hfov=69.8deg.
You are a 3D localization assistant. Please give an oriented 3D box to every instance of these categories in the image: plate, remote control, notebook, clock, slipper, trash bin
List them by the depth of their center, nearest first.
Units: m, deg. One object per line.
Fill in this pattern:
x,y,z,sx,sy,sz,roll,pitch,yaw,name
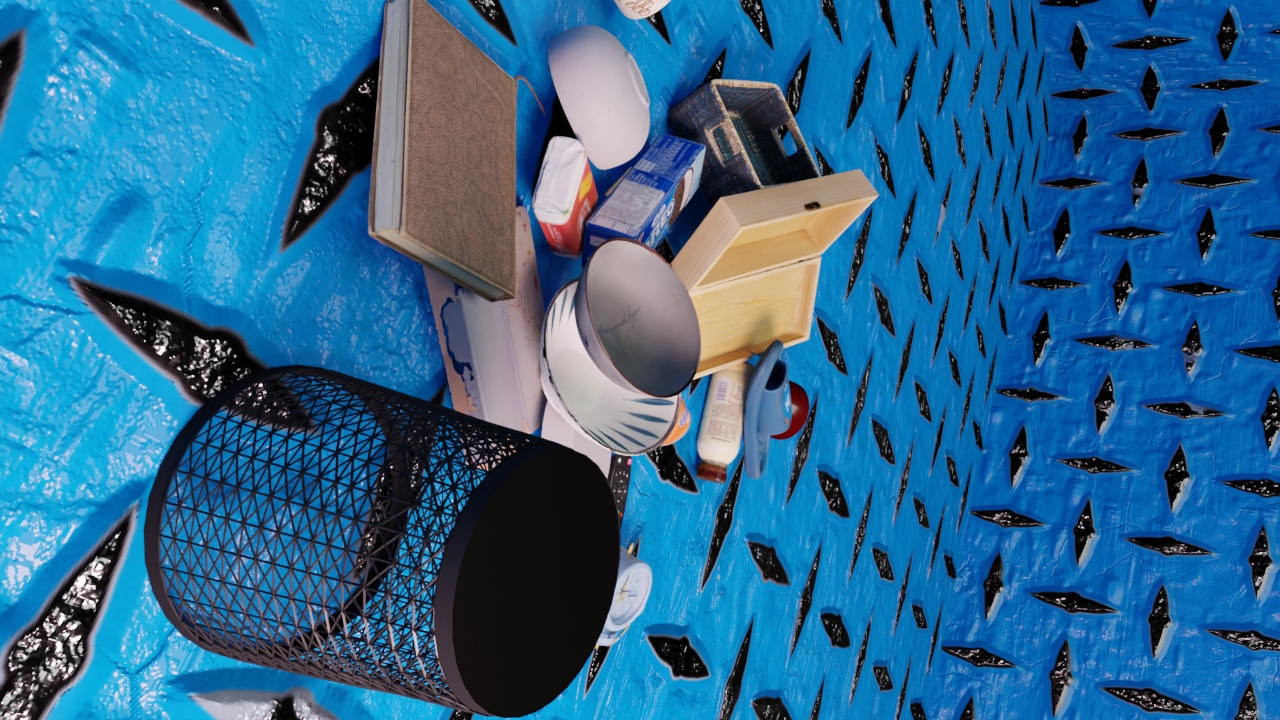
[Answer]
-0.159,0.122,0.617,0.216,0.244,0.217,-14,107,-56,trash bin
-0.139,-0.163,0.749,0.190,0.035,0.215,28,55,-57,notebook
-0.057,0.090,0.942,0.172,0.019,0.173,0,90,-71,plate
-0.029,0.263,1.019,0.088,0.052,0.125,-32,132,-42,clock
-0.031,0.169,1.046,0.039,0.010,0.124,16,82,-57,remote control
0.171,0.065,1.201,0.103,0.059,0.214,-61,158,-50,slipper

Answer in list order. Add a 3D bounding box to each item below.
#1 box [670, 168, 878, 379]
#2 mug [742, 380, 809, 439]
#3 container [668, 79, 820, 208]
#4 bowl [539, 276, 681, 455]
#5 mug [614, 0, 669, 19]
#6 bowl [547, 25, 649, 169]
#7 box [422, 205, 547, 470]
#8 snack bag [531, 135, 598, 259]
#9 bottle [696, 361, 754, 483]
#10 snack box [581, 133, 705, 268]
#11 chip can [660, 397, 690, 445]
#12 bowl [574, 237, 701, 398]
0.150,-0.108,1.130,0.246,0.097,0.262,-17,135,-37,box
0.172,0.073,1.297,0.088,0.087,0.114,22,93,-39,mug
0.131,-0.261,1.125,0.187,0.071,0.145,-22,87,-54,container
-0.045,0.013,0.880,0.177,0.071,0.177,23,56,-39,bowl
-0.015,-0.425,0.928,0.097,0.081,0.121,35,44,-46,mug
-0.031,-0.255,0.873,0.131,0.064,0.132,-18,90,-76,bowl
-0.130,-0.023,0.838,0.148,0.043,0.216,-55,140,-63,box
-0.070,-0.151,0.869,0.116,0.036,0.077,73,30,-75,snack bag
0.108,0.079,1.208,0.056,0.057,0.162,27,73,-56,bottle
0.007,-0.166,0.966,0.225,0.059,0.059,-58,164,-49,snack box
-0.006,0.006,1.009,0.062,0.062,0.210,-61,141,-32,chip can
-0.013,-0.032,0.835,0.150,0.057,0.150,24,55,-39,bowl
